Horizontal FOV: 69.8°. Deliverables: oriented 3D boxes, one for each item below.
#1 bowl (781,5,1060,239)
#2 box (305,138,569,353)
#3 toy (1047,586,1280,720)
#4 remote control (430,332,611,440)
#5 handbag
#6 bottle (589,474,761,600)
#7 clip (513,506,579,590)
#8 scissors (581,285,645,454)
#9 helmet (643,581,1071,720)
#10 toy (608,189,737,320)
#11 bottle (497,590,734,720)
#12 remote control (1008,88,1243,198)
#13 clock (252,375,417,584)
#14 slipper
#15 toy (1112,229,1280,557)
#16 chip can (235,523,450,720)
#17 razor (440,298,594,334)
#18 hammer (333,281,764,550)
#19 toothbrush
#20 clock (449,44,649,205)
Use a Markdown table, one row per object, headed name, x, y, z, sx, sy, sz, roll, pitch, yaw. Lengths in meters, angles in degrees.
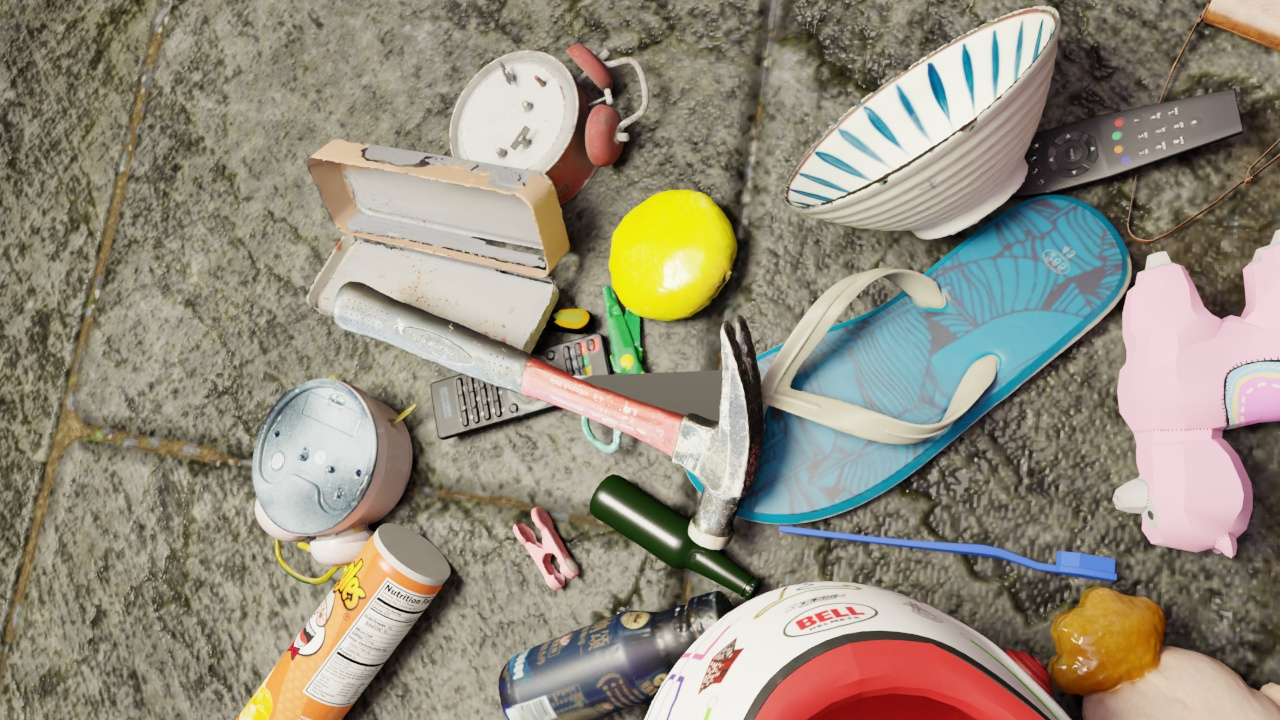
| name | x | y | z | sx | sy | sz | roll | pitch | yaw |
| --- | --- | --- | --- | --- | --- | --- | --- | --- | --- |
| bowl | 0.176 | -0.121 | 0.540 | 0.177 | 0.177 | 0.071 | -37 | 107 | 13 |
| box | -0.165 | -0.081 | 0.679 | 0.217 | 0.121 | 0.094 | 14 | 44 | 26 |
| toy | 0.268 | 0.193 | 0.447 | 0.132 | 0.076 | 0.176 | -25 | 67 | -13 |
| remote control | -0.087 | 0.020 | 0.672 | 0.141 | 0.021 | 0.045 | -16 | 74 | 15 |
| handbag | 0.336 | -0.153 | 0.513 | 0.093 | 0.043 | 0.196 | 39 | 99 | 27 |
| bottle | 0.023 | 0.117 | 0.596 | 0.123 | 0.033 | 0.033 | 29 | 91 | 26 |
| clip | -0.061 | 0.127 | 0.638 | 0.039 | 0.022 | 0.059 | -35 | 73 | 11 |
| scissors | -0.019 | 0.004 | 0.641 | 0.078 | 0.013 | 0.132 | -18 | 70 | 2 |
| helmet | 0.111 | 0.260 | 0.412 | 0.231 | 0.236 | 0.314 | -12 | 56 | -6 |
| toy | 0.021 | -0.073 | 0.632 | 0.094 | 0.041 | 0.095 | 28 | 89 | 28 |
| bottle | -0.013 | 0.191 | 0.583 | 0.161 | 0.056 | 0.056 | -25 | 70 | 17 |
| remote control | 0.274 | -0.125 | 0.533 | 0.125 | 0.010 | 0.039 | -11 | 77 | 34 |
| clock | -0.238 | 0.093 | 0.701 | 0.117 | 0.058 | 0.158 | 17 | 86 | 27 |
| slipper | 0.150 | 0.004 | 0.549 | 0.295 | 0.060 | 0.118 | -35 | 71 | 14 |
| toy | 0.305 | 0.019 | 0.474 | 0.123 | 0.067 | 0.157 | -9 | 79 | 21 |
| chip can | -0.225 | 0.220 | 0.667 | 0.062 | 0.062 | 0.210 | 40 | 96 | 25 |
| razor | -0.099 | -0.034 | 0.687 | 0.144 | 0.021 | 0.044 | 6 | 65 | 26 |
| hammer | -0.072 | 0.001 | 0.606 | 0.326 | 0.036 | 0.141 | 20 | 110 | 22 |
| toothbrush | 0.173 | 0.108 | 0.536 | 0.187 | 0.016 | 0.011 | 5 | 73 | 22 |
| clock | -0.070 | -0.180 | 0.683 | 0.157 | 0.062 | 0.109 | -18 | 72 | 19 |
